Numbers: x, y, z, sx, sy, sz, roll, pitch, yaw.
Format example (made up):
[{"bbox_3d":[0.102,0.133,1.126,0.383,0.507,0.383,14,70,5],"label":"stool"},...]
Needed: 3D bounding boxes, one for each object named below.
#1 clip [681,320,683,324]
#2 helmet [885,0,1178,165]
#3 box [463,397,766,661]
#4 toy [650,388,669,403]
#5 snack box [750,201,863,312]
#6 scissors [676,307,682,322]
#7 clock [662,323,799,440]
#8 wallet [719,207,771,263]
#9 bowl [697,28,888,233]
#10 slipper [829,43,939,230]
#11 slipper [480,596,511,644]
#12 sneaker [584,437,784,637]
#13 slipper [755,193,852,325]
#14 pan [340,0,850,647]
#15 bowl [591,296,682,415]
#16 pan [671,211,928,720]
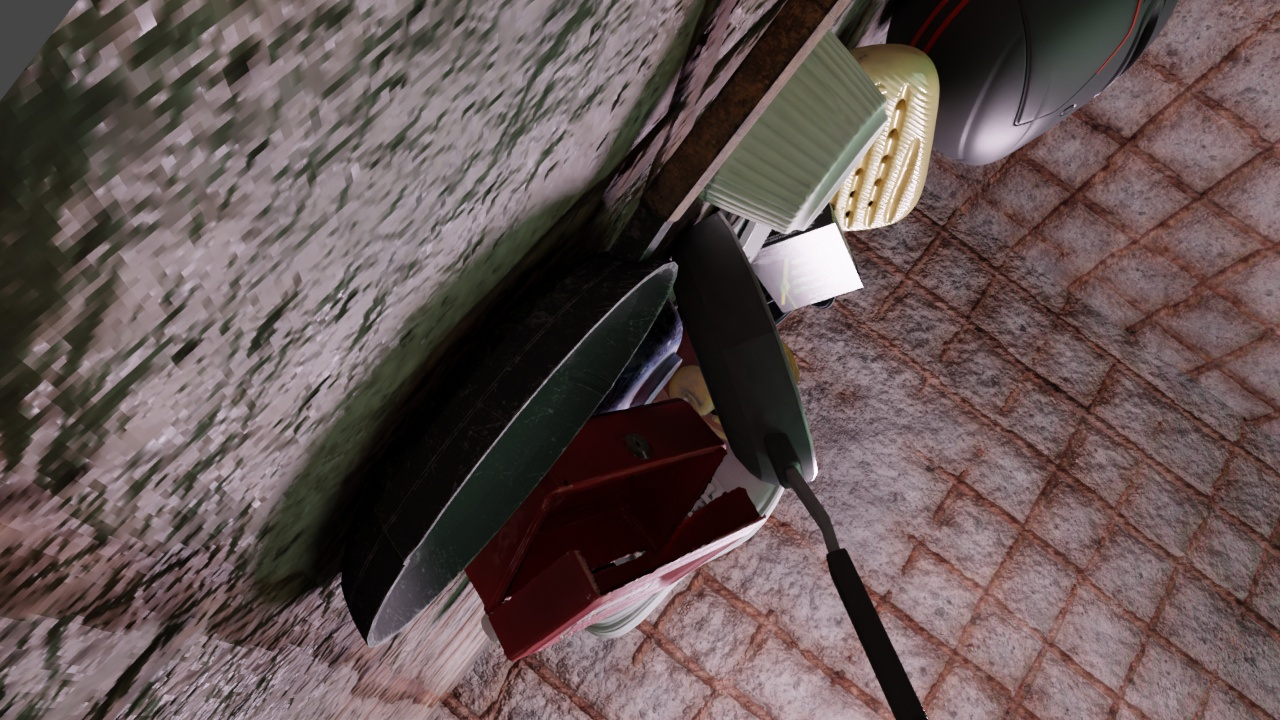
[{"bbox_3d":[0.032,-0.029,0.927,0.052,0.014,0.042,-55,175,11],"label":"clip"},{"bbox_3d":[0.287,-0.262,0.730,0.169,0.164,0.265,-21,159,-15],"label":"helmet"},{"bbox_3d":[-0.024,0.103,0.590,0.157,0.112,0.135,-13,152,-45],"label":"box"},{"bbox_3d":[0.089,0.010,1.015,0.263,0.196,0.065,-32,124,-49],"label":"toy"},{"bbox_3d":[0.146,-0.090,0.822,0.080,0.025,0.147,-18,158,17],"label":"snack box"},{"bbox_3d":[-0.008,0.008,0.808,0.142,0.015,0.209,-51,176,7],"label":"scissors"},{"bbox_3d":[0.072,0.022,0.824,0.081,0.117,0.158,-53,-163,32],"label":"clock"},{"bbox_3d":[0.071,-0.094,0.688,0.115,0.037,0.119,-48,170,-43],"label":"wallet"},{"bbox_3d":[0.090,-0.121,0.513,0.115,0.062,0.115,-51,175,-7],"label":"bowl"},{"bbox_3d":[0.171,-0.182,0.723,0.261,0.111,0.079,63,23,-73],"label":"slipper"},{"bbox_3d":[-0.083,0.173,0.911,0.247,0.074,0.112,-59,148,4],"label":"slipper"},{"bbox_3d":[0.022,0.150,0.834,0.263,0.096,0.128,-42,156,5],"label":"sneaker"},{"bbox_3d":[0.166,-0.082,0.971,0.265,0.083,0.109,-50,177,-22],"label":"slipper"},{"bbox_3d":[-0.016,-0.028,0.368,0.358,0.040,0.207,-55,174,21],"label":"pan"},{"bbox_3d":[-0.003,0.005,0.650,0.114,0.045,0.114,-52,175,-7],"label":"bowl"},{"bbox_3d":[0.076,0.052,0.509,0.041,0.356,0.179,-20,130,1],"label":"pan"}]
